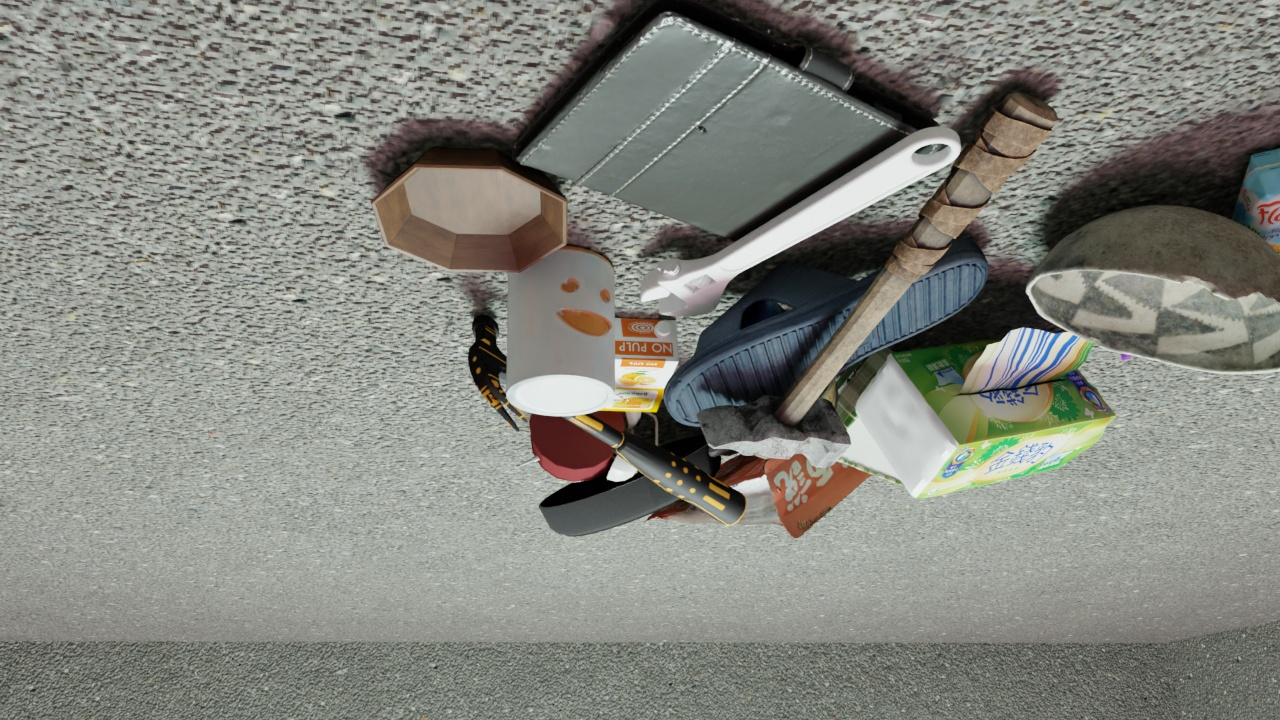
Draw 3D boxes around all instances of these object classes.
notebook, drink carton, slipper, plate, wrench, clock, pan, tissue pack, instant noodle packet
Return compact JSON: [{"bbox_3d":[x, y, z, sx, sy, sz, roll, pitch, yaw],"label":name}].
[{"bbox_3d":[0.054,-0.131,0.551,0.208,0.029,0.170,11,155,-33],"label":"notebook"},{"bbox_3d":[0.431,-0.099,0.627,0.044,0.038,0.129,-11,154,20],"label":"drink carton"},{"bbox_3d":[0.130,-0.039,0.709,0.264,0.082,0.101,-25,145,6],"label":"slipper"},{"bbox_3d":[-0.111,-0.100,0.607,0.131,0.025,0.131,-1,155,-1],"label":"plate"},{"bbox_3d":[0.093,-0.084,0.613,0.066,0.018,0.274,15,154,-34],"label":"wrench"},{"bbox_3d":[-0.005,0.005,0.826,0.058,0.040,0.123,2,155,-8],"label":"drink carton"},{"bbox_3d":[-0.051,0.071,0.903,0.137,0.096,0.048,3,156,-4],"label":"clock"},{"bbox_3d":[0.056,0.108,0.958,0.356,0.044,0.203,-21,-179,24],"label":"pan"},{"bbox_3d":[0.305,0.023,0.770,0.197,0.120,0.142,-12,142,-30],"label":"tissue pack"},{"bbox_3d":[0.118,0.125,0.995,0.164,0.084,0.221,-30,-172,-40],"label":"instant noodle packet"}]

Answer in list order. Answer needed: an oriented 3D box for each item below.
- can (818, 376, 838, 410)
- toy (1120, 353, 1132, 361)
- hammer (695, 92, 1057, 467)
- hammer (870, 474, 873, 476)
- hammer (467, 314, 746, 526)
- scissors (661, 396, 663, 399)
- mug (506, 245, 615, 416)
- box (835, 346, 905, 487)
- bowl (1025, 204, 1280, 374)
[{"bbox_3d":[0.126,0.019,0.807,0.090,0.089,0.074,-7,154,11],"label":"can"},{"bbox_3d":[0.429,-0.032,0.752,0.088,0.055,0.106,-11,153,13],"label":"toy"},{"bbox_3d":[0.159,-0.039,0.622,0.121,0.049,0.320,8,132,-29],"label":"hammer"},{"bbox_3d":[0.305,0.129,1.133,0.301,0.028,0.111,-16,153,28],"label":"hammer"},{"bbox_3d":[-0.019,0.072,0.802,0.320,0.123,0.036,34,110,-31],"label":"hammer"},{"bbox_3d":[0.101,0.035,0.923,0.144,0.019,0.127,20,147,-40],"label":"scissors"},{"bbox_3d":[-0.059,-0.021,0.689,0.082,0.105,0.082,-2,155,-1],"label":"mug"},{"bbox_3d":[0.257,0.060,0.897,0.205,0.050,0.118,20,110,-42],"label":"box"},{"bbox_3d":[0.373,-0.058,0.643,0.178,0.081,0.178,23,171,3],"label":"bowl"}]
